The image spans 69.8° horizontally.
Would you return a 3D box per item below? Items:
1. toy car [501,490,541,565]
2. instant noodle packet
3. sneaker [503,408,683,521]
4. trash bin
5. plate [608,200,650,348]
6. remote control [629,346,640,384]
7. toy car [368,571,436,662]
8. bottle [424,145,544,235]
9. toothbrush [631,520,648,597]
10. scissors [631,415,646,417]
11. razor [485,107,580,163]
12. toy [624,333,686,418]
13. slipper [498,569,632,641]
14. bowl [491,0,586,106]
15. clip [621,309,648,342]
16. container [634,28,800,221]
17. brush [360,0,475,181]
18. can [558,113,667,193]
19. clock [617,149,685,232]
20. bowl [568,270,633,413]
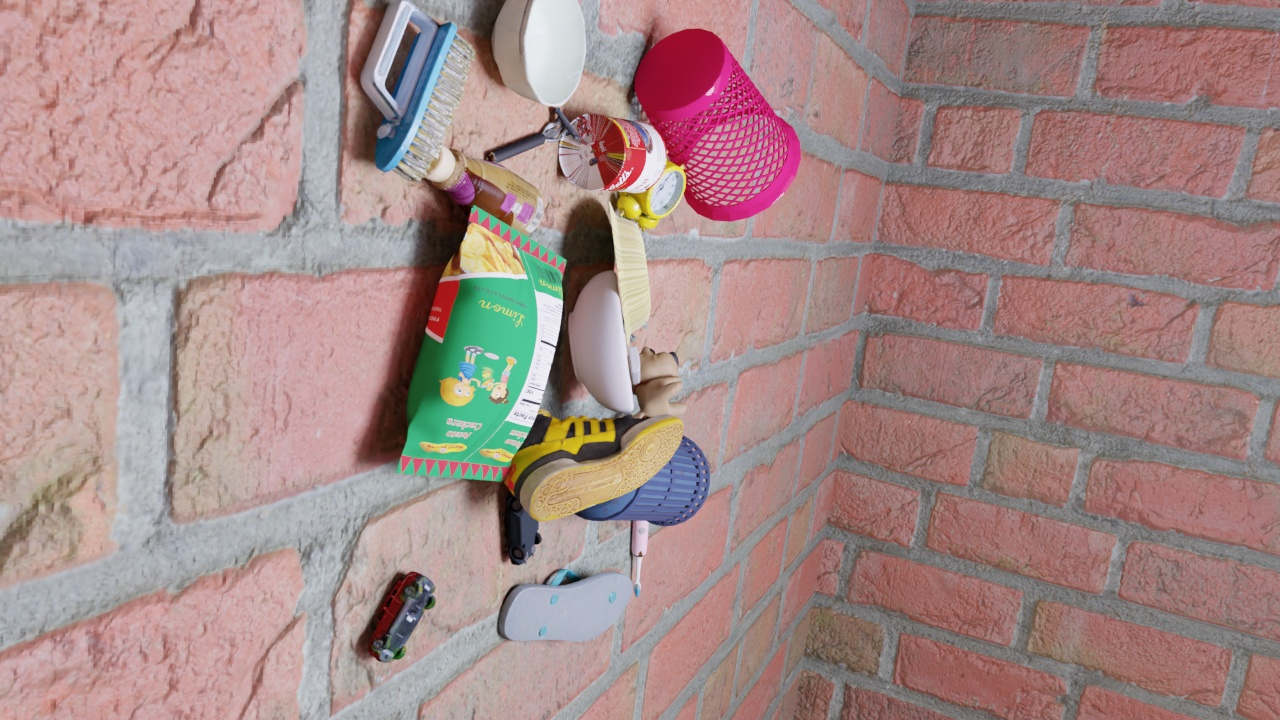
[{"bbox_3d":[-0.143,0.193,1.103,0.046,0.034,0.112,-40,137,-54],"label":"toy car"},{"bbox_3d":[-0.151,-0.005,0.919,0.195,0.090,0.252,23,81,-67],"label":"instant noodle packet"},{"bbox_3d":[-0.068,0.100,1.084,0.237,0.122,0.086,-18,130,-40],"label":"sneaker"},{"bbox_3d":[-0.011,0.157,1.261,0.249,0.139,0.139,22,81,-65],"label":"trash bin"},{"bbox_3d":[-0.010,-0.108,1.147,0.184,0.036,0.184,154,-72,-90],"label":"plate"},{"bbox_3d":[-0.007,0.007,1.173,0.131,0.012,0.033,88,-5,-82],"label":"remote control"},{"bbox_3d":[-0.239,0.255,0.913,0.042,0.036,0.091,66,42,-55],"label":"toy car"},{"bbox_3d":[-0.154,-0.165,0.875,0.166,0.060,0.059,20,82,-66],"label":"bottle"},{"bbox_3d":[0.000,0.284,1.480,0.026,0.027,0.223,-98,-170,-70],"label":"toothbrush"},{"bbox_3d":[0.011,0.083,1.326,0.125,0.128,0.011,-12,93,-45],"label":"scissors"},{"bbox_3d":[-0.118,-0.232,0.977,0.043,0.022,0.143,53,42,-4],"label":"razor"},{"bbox_3d":[0.012,0.031,1.275,0.105,0.108,0.134,-23,138,-6],"label":"toy"},{"bbox_3d":[-0.108,0.335,1.249,0.268,0.055,0.098,11,94,-56],"label":"slipper"},{"bbox_3d":[-0.107,-0.313,0.907,0.117,0.061,0.117,-40,136,-54],"label":"bowl"},{"bbox_3d":[-0.013,-0.057,1.276,0.050,0.023,0.078,-43,153,-9],"label":"clip"},{"bbox_3d":[0.097,-0.325,1.246,0.225,0.183,0.183,40,64,-55],"label":"container"},{"bbox_3d":[-0.196,-0.221,0.765,0.075,0.055,0.135,27,75,-43],"label":"brush"},{"bbox_3d":[-0.030,-0.243,1.083,0.116,0.087,0.087,-19,118,-63],"label":"can"},{"bbox_3d":[0.009,-0.220,1.210,0.119,0.057,0.083,-57,150,6],"label":"clock"},{"bbox_3d":[-0.052,-0.020,1.131,0.176,0.066,0.176,153,-70,-90],"label":"bowl"}]
